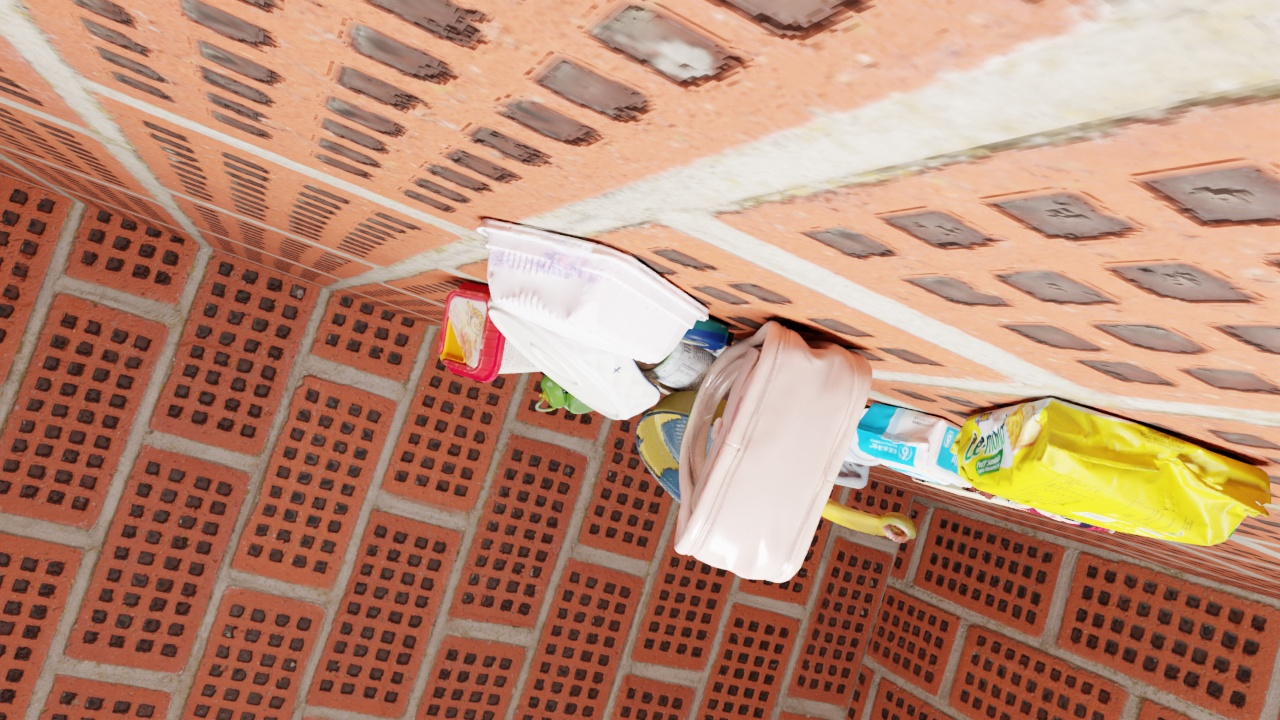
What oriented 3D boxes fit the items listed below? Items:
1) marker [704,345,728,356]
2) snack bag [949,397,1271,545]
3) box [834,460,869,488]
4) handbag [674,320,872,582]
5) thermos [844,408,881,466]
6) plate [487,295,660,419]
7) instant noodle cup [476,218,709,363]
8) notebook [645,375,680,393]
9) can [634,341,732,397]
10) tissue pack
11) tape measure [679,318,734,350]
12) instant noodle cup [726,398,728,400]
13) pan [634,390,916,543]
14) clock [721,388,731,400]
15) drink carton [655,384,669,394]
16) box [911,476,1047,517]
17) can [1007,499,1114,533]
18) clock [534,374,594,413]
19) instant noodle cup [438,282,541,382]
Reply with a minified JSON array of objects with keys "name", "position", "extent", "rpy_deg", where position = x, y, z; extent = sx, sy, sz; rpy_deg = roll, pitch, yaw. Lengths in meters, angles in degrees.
[{"name":"marker","position":[0.064,-0.019,0.891],"extent":[0.017,0.017,0.145],"rpy_deg":[16,175,27]},{"name":"snack bag","position":[0.351,0.089,0.720],"extent":[0.158,0.068,0.246],"rpy_deg":[18,175,7]},{"name":"box","position":[0.242,0.126,1.332],"extent":[0.201,0.098,0.095],"rpy_deg":[15,-179,-3]},{"name":"handbag","position":[0.085,0.059,0.770],"extent":[0.093,0.193,0.234],"rpy_deg":[21,-175,-12]},{"name":"thermos","position":[0.258,0.095,1.162],"extent":[0.073,0.073,0.224],"rpy_deg":[19,176,-1]},{"name":"plate","position":[-0.073,-0.010,0.917],"extent":[0.205,0.045,0.205],"rpy_deg":[38,168,10]},{"name":"instant noodle cup","position":[-0.040,-0.046,0.713],"extent":[0.138,0.060,0.173],"rpy_deg":[16,174,30]},{"name":"notebook","position":[-0.006,0.006,1.052],"extent":[0.211,0.012,0.149],"rpy_deg":[30,-178,9]},{"name":"can","position":[0.044,0.001,0.951],"extent":[0.058,0.058,0.146],"rpy_deg":[16,175,33]},{"name":"tissue pack","position":[0.303,0.094,0.992],"extent":[0.140,0.063,0.090],"rpy_deg":[22,174,-43]},{"name":"tape measure","position":[0.050,-0.027,0.796],"extent":[0.058,0.025,0.054],"rpy_deg":[15,175,-13]},{"name":"instant noodle cup","position":[0.157,0.095,1.052],"extent":[0.116,0.123,0.116],"rpy_deg":[20,154,-16]},{"name":"pan","position":[0.126,0.122,0.899],"extent":[0.358,0.078,0.198],"rpy_deg":[-3,130,50]},{"name":"clock","position":[0.131,0.049,1.174],"extent":[0.158,0.059,0.117],"rpy_deg":[22,174,-17]},{"name":"drink carton","position":[0.049,0.022,1.219],"extent":[0.045,0.053,0.122],"rpy_deg":[16,176,22]},{"name":"box","position":[0.397,0.139,1.070],"extent":[0.091,0.077,0.168],"rpy_deg":[19,175,-19]},{"name":"can","position":[0.405,0.120,0.867],"extent":[0.094,0.066,0.066],"rpy_deg":[17,175,21]},{"name":"clock","position":[-0.066,0.025,1.195],"extent":[0.056,0.161,0.116],"rpy_deg":[61,-169,17]},{"name":"instant noodle cup","position":[-0.173,-0.032,1.159],"extent":[0.124,0.116,0.116],"rpy_deg":[7,-175,-45]}]
